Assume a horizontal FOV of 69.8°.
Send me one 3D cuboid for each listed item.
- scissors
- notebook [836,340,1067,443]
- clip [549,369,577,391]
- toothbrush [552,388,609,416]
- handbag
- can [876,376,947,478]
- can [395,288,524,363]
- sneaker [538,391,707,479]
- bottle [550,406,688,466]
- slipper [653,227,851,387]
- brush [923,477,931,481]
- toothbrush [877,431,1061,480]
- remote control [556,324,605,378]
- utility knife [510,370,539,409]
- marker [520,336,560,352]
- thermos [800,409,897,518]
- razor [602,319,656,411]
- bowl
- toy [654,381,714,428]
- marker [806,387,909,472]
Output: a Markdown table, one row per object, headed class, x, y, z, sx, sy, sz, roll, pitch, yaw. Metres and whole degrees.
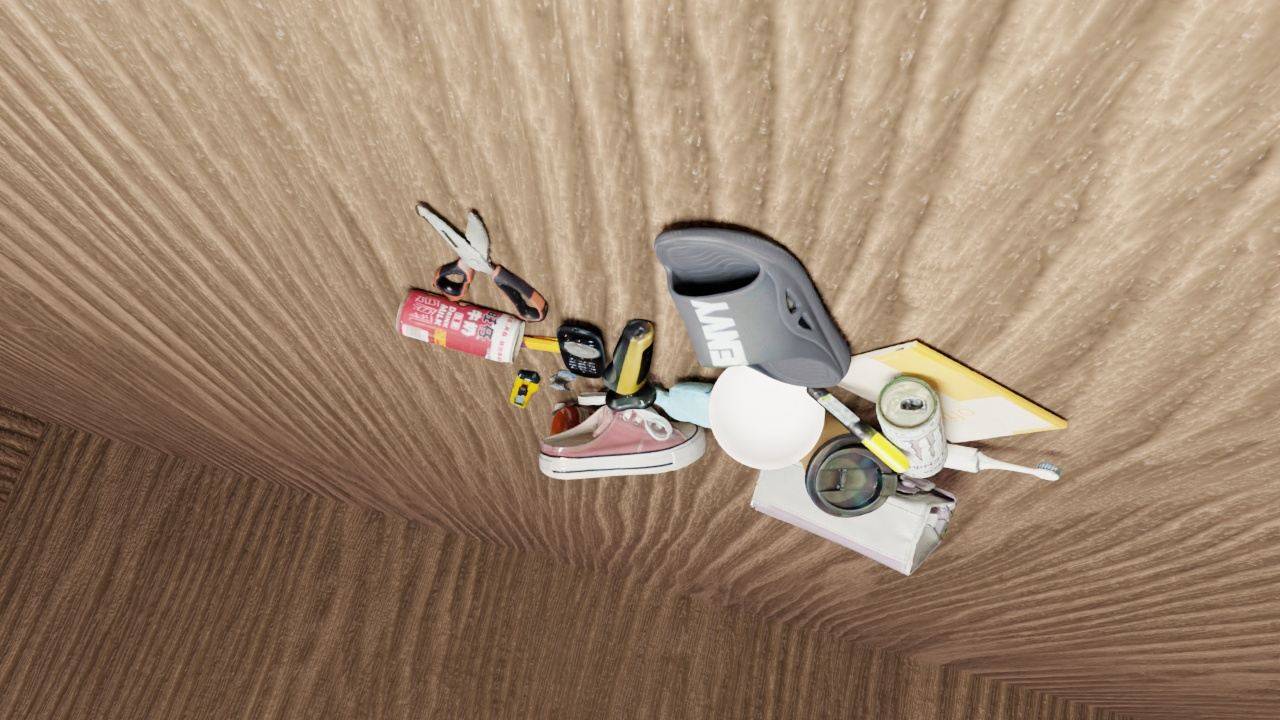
| class | x | y | z | sx | sy | sz | roll | pitch | yaw |
| --- | --- | --- | --- | --- | --- | --- | --- | --- | --- |
| scissors | -0.160 | -0.089 | 0.911 | 0.189 | 0.015 | 0.225 | 27 | 158 | -27 |
| notebook | 0.294 | 0.036 | 0.912 | 0.206 | 0.010 | 0.146 | 25 | 159 | -23 |
| clip | -0.102 | 0.028 | 1.174 | 0.027 | 0.044 | 0.058 | 20 | 164 | -17 |
| toothbrush | -0.072 | 0.053 | 1.221 | 0.015 | 0.018 | 0.182 | 23 | 157 | -26 |
| handbag | 0.252 | 0.157 | 1.068 | 0.197 | 0.098 | 0.144 | 21 | -169 | 30 |
| can | 0.272 | 0.069 | 0.913 | 0.058 | 0.058 | 0.147 | 6 | 158 | 24 |
| can | -0.199 | -0.038 | 1.020 | 0.133 | 0.053 | 0.053 | 15 | 160 | 1 |
| sneaker | -0.015 | 0.088 | 1.140 | 0.240 | 0.088 | 0.118 | -4 | -166 | -33 |
| bottle | -0.021 | 0.111 | 1.260 | 0.206 | 0.059 | 0.060 | 15 | 162 | -26 |
| slipper | 0.104 | -0.022 | 0.796 | 0.111 | 0.083 | 0.268 | -2 | 152 | 36 |
| brush | 0.311 | 0.172 | 1.181 | 0.073 | 0.063 | 0.146 | 13 | 162 | -25 |
| toothbrush | 0.340 | 0.104 | 1.004 | 0.221 | 0.026 | 0.027 | 8 | 137 | 34 |
| remote control | -0.064 | -0.014 | 1.026 | 0.053 | 0.024 | 0.136 | 13 | 159 | 6 |
| utility knife | -0.161 | 0.045 | 1.262 | 0.033 | 0.015 | 0.178 | 21 | 160 | -6 |
| marker | -0.145 | -0.024 | 1.075 | 0.124 | 0.015 | 0.018 | 8 | 157 | 27 |
| thermos | 0.207 | 0.100 | 0.967 | 0.093 | 0.093 | 0.143 | 20 | -164 | -11 |
| razor | -0.006 | 0.006 | 0.999 | 0.067 | 0.062 | 0.168 | 35 | 156 | 10 |
| bowl | 0.135 | 0.051 | 0.958 | 0.118 | 0.118 | 0.064 | 10 | -175 | 16 |
| toy | 0.078 | 0.053 | 1.061 | 0.161 | 0.049 | 0.156 | 15 | 170 | 15 |
| marker | 0.211 | 0.064 | 0.895 | 0.124 | 0.018 | 0.015 | 42 | -175 | 14 |
